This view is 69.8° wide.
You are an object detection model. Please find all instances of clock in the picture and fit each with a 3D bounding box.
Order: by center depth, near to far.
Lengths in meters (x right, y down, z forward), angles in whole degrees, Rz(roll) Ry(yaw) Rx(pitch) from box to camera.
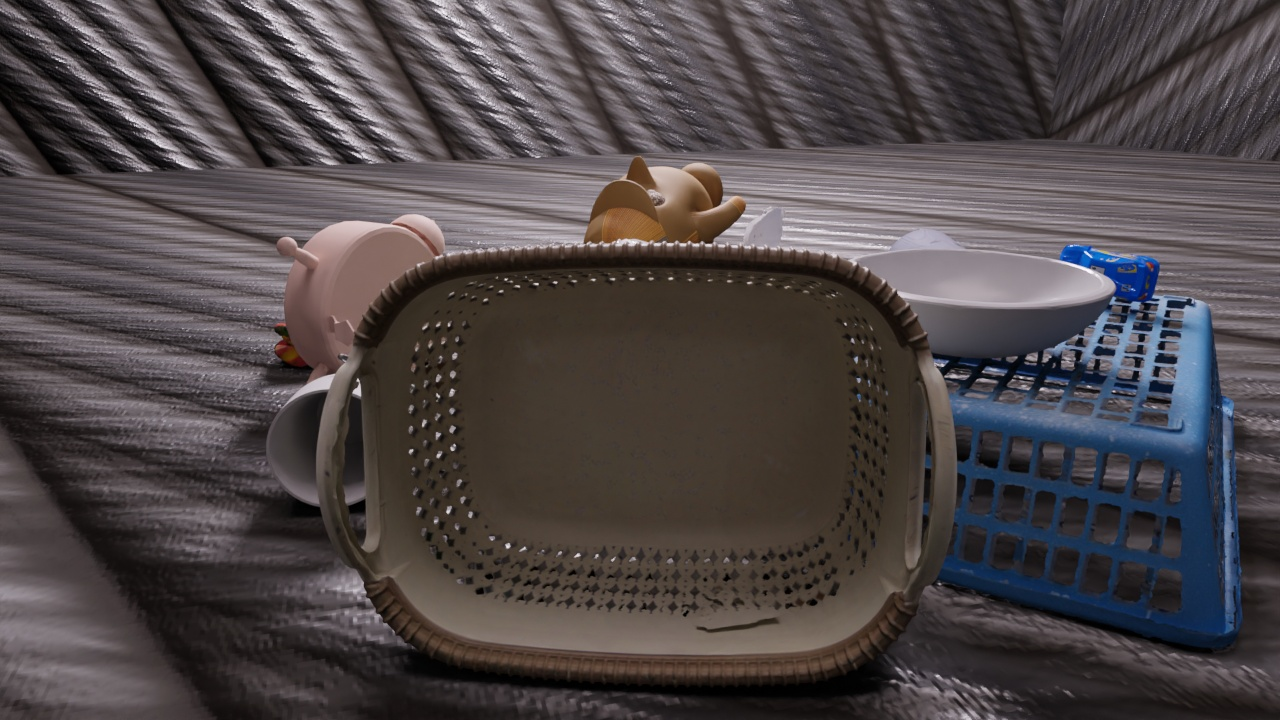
[{"bbox_3d":[-0.211,-0.045,0.744,0.086,0.131,0.160,8,19,24],"label":"clock"}]

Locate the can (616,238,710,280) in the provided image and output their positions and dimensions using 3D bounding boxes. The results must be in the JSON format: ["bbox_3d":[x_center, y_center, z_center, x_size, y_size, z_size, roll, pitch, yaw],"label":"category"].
[{"bbox_3d":[0.020,-0.082,0.919,0.127,0.064,0.064,14,19,1],"label":"can"}]

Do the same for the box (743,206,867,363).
[{"bbox_3d":[0.138,-0.063,0.786,0.126,0.137,0.108,11,19,29],"label":"box"}]

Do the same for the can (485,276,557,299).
[{"bbox_3d":[-0.125,-0.061,0.936,0.086,0.043,0.086,-1,16,0],"label":"can"}]

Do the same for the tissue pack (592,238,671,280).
[{"bbox_3d":[0.018,-0.034,0.736,0.112,0.070,0.181,37,12,-15],"label":"tissue pack"}]

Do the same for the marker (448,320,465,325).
[{"bbox_3d":[-0.202,-0.031,0.874,0.025,0.025,0.125,8,20,24],"label":"marker"}]

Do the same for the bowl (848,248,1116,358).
[{"bbox_3d":[0.189,-0.030,0.531,0.149,0.043,0.149,-1,18,0],"label":"bowl"}]

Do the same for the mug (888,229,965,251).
[{"bbox_3d":[0.315,-0.072,0.921,0.124,0.084,0.104,25,16,-9],"label":"mug"}]

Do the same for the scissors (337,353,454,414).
[{"bbox_3d":[-0.123,0.034,0.601,0.173,0.014,0.141,35,5,33],"label":"scissors"}]

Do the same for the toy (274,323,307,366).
[{"bbox_3d":[-0.285,-0.024,0.822,0.084,0.046,0.103,-22,6,6],"label":"toy"}]

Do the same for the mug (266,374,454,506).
[{"bbox_3d":[-0.169,0.047,0.575,0.107,0.071,0.089,13,8,-13],"label":"mug"}]

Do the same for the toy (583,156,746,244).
[{"bbox_3d":[0.004,-0.152,1.056,0.199,0.163,0.202,0,27,26],"label":"toy"}]

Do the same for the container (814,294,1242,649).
[{"bbox_3d":[0.240,0.022,0.589,0.257,0.089,0.361,10,21,29],"label":"container"}]

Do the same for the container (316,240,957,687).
[{"bbox_3d":[0.001,0.038,0.418,0.246,0.184,0.142,1,8,5],"label":"container"}]

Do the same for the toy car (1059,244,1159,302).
[{"bbox_3d":[0.311,-0.058,0.625,0.061,0.033,0.092,-3,17,-31],"label":"toy car"}]
